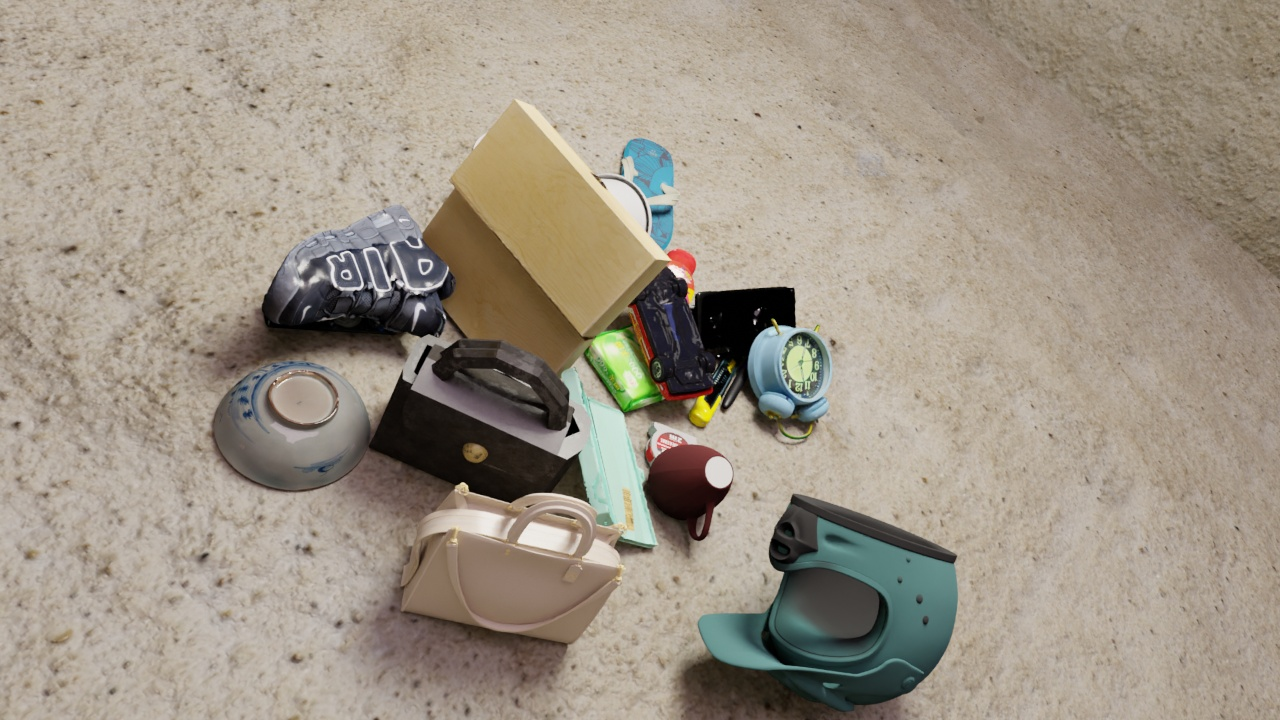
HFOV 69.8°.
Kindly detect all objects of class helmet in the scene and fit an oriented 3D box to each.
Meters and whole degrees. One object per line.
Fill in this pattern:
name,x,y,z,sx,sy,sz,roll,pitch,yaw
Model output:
helmet,0.205,0.263,0.964,0.274,0.200,0.176,21,0,-33

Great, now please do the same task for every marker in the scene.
marker,0.138,0.024,1.252,0.015,0.018,0.133,46,43,-10

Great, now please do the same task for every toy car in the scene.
toy car,0.128,-0.052,1.267,0.191,0.071,0.094,-8,96,-40
toy car,0.033,-0.038,1.164,0.081,0.056,0.189,-8,67,-31

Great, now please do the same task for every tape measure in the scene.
tape measure,0.036,0.111,1.115,0.060,0.020,0.062,21,46,-15

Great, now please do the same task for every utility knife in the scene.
utility knife,0.105,0.029,1.229,0.029,0.020,0.172,36,42,-2

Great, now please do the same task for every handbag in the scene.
handbag,-0.150,0.057,0.917,0.197,0.200,0.102,25,45,-10
handbag,-0.107,0.175,0.843,0.194,0.198,0.101,18,47,-19

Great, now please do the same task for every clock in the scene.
clock,0.205,0.026,1.243,0.118,0.060,0.162,1,84,-35

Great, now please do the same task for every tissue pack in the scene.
tissue pack,-0.007,0.007,1.169,0.099,0.034,0.114,-19,64,-39

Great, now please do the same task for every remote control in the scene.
remote control,-0.343,-0.049,1.018,0.140,0.021,0.045,2,50,-35

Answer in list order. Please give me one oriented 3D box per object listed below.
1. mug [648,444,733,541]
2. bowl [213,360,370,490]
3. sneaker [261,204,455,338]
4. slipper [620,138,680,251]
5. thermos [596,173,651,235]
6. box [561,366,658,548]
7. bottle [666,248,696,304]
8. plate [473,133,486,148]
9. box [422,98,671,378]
mug,0.067,0.147,1.043,0.087,0.089,0.114,4,73,-26
bowl,-0.338,0.051,0.909,0.150,0.057,0.150,16,48,-19
sneaker,-0.286,-0.067,0.992,0.151,0.097,0.251,40,31,0
slipper,0.010,-0.256,1.383,0.118,0.060,0.294,26,45,-15
thermos,-0.079,-0.181,1.164,0.131,0.132,0.221,49,20,13
box,-0.040,0.113,1.030,0.139,0.052,0.186,54,18,-53
bottle,0.040,-0.103,1.278,0.071,0.049,0.133,29,44,-4
plate,-0.165,-0.284,1.330,0.157,0.014,0.156,16,48,-19
box,-0.129,-0.116,1.046,0.247,0.254,0.068,50,29,14
